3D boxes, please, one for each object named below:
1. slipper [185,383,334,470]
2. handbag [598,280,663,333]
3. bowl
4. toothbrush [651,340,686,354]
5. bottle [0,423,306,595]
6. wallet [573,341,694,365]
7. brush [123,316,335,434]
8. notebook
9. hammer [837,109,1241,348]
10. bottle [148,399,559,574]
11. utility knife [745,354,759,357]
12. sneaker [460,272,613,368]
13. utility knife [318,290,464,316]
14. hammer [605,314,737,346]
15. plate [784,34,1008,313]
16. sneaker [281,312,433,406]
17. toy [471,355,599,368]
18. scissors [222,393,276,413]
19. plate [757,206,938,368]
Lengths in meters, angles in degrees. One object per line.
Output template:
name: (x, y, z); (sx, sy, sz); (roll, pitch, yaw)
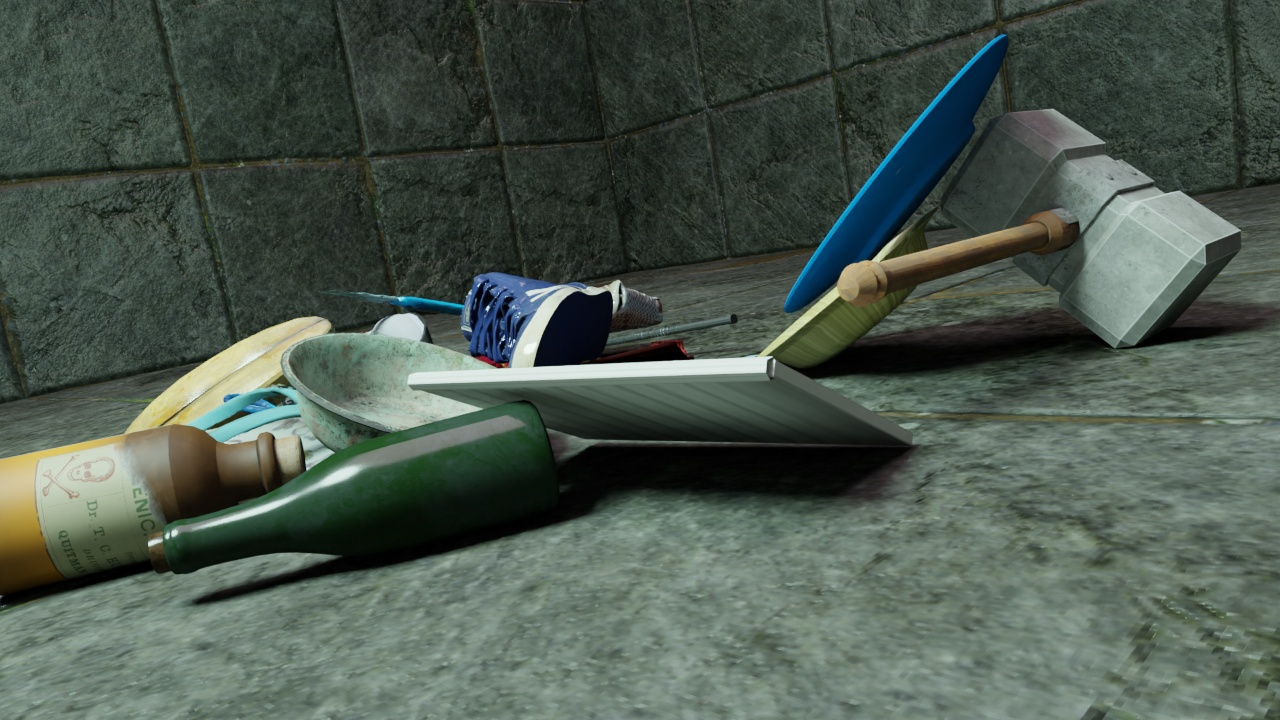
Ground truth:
slipper: (-0.277, 0.052, 0.600); (0.269, 0.055, 0.098); (-9, 26, 6)
handbag: (-0.079, -0.042, 0.993); (0.186, 0.047, 0.124); (-9, -6, 22)
bowl: (-0.139, 0.030, 0.558); (0.157, 0.039, 0.157); (17, 15, -5)
toothbrush: (-0.055, -0.002, 0.945); (0.213, 0.018, 0.012); (-7, 8, 20)
bottle: (-0.257, 0.070, 0.481); (0.156, 0.068, 0.068); (-12, 8, -16)
wallet: (-0.005, 0.005, 0.765); (0.091, 0.018, 0.115); (-13, -3, 7)
brush: (-0.346, 0.027, 0.781); (0.195, 0.059, 0.043); (-37, -25, -17)
notebook: (0.007, 0.024, 0.456); (0.210, 0.009, 0.142); (-3, -17, 38)
hammer: (0.214, -0.068, 0.545); (0.316, 0.083, 0.162); (-16, 53, -41)
bottle: (-0.127, 0.063, 0.415); (0.174, 0.055, 0.055); (-13, 8, -17)
utility knife: (0.026, 0.011, 0.747); (0.166, 0.015, 0.022); (-15, 10, -22)
sneaker: (-0.108, -0.028, 0.758); (0.118, 0.091, 0.232); (11, 16, 10)
utility knife: (-0.199, -0.050, 0.856); (0.031, 0.015, 0.221); (-8, -11, 39)
hammer: (-0.038, -0.018, 0.956); (0.326, 0.015, 0.094); (-9, 2, 37)
plate: (0.178, -0.114, 0.622); (0.224, 0.024, 0.224); (-48, -10, -12)
sneaker: (-0.276, 0.020, 0.866); (0.124, 0.089, 0.240); (-19, 2, -28)
toy: (-0.107, -0.001, 0.890); (0.137, 0.067, 0.105); (8, 18, 28)
scissors: (-0.263, 0.046, 0.712); (0.140, 0.011, 0.134); (15, 5, 21)
plate: (0.164, -0.041, 0.703); (0.184, 0.036, 0.184); (-41, -3, -2)
